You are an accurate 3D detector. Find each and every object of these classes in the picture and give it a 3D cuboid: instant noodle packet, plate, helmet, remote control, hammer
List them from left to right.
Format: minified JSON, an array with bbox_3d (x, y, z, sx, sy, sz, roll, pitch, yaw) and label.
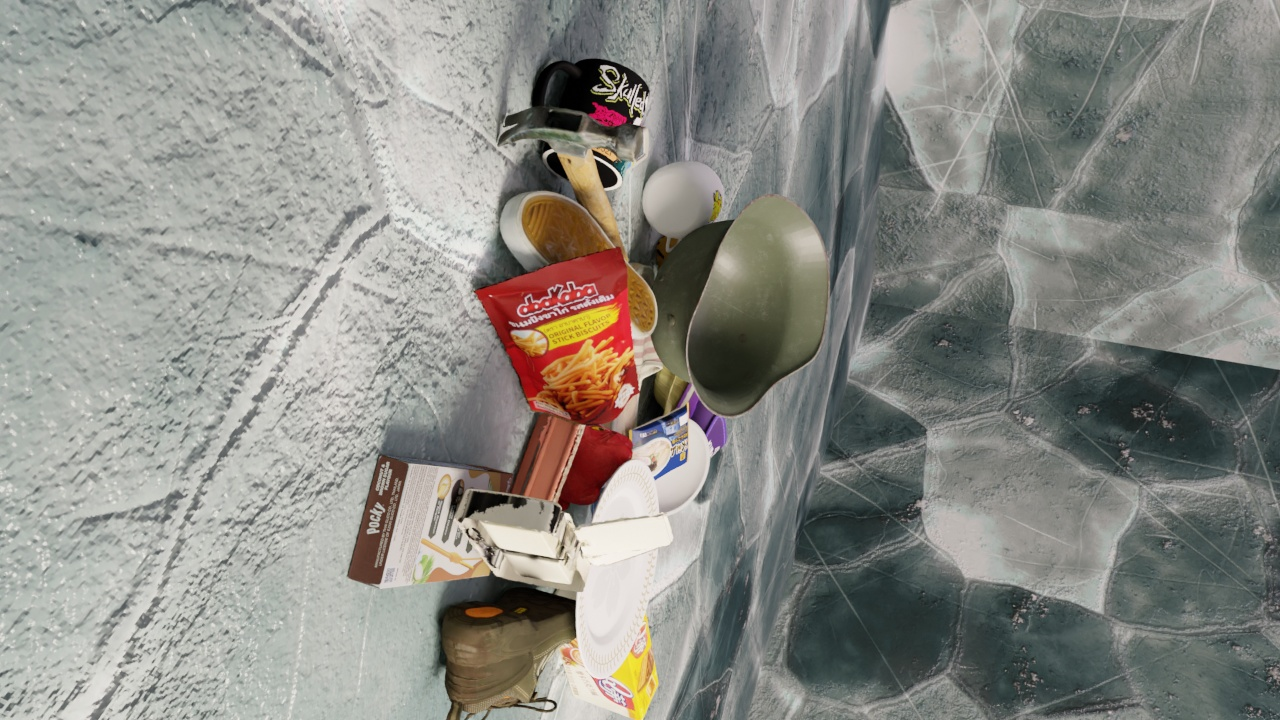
[{"bbox_3d":[-0.049,-0.158,0.917,0.330,0.132,0.033,68,36,-74],"label":"hammer"},{"bbox_3d":[-0.027,0.230,1.030,0.242,0.016,0.242,6,90,-70],"label":"plate"},{"bbox_3d":[-0.018,-0.238,1.062,0.125,0.018,0.038,-51,147,-54],"label":"remote control"},{"bbox_3d":[0.026,0.115,1.237,0.134,0.026,0.087,-21,116,-49],"label":"instant noodle packet"},{"bbox_3d":[0.055,0.003,1.344,0.184,0.036,0.184,24,89,-79],"label":"plate"},{"bbox_3d":[0.098,-0.063,1.124,0.227,0.154,0.267,32,70,-41],"label":"helmet"}]

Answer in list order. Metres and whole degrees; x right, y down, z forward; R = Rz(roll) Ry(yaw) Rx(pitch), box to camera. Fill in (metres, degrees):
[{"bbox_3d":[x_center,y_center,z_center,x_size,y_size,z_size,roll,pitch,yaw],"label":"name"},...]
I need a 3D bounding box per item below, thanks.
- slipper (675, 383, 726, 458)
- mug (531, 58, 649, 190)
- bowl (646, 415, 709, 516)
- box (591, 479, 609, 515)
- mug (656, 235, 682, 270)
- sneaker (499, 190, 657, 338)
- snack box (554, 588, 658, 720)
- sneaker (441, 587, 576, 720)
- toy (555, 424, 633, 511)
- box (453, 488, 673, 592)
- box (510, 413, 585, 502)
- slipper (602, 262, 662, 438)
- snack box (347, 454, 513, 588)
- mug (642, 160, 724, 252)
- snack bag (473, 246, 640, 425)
[{"bbox_3d":[0.101,0.092,1.421,0.107,0.084,0.265,96,20,-59],"label":"slipper"},{"bbox_3d":[-0.055,-0.237,0.889,0.118,0.082,0.098,28,73,-41],"label":"mug"},{"bbox_3d":[0.027,0.145,1.306,0.149,0.043,0.149,-8,106,-30],"label":"bowl"},{"bbox_3d":[-0.020,0.238,1.247,0.085,0.073,0.209,-62,155,-48],"label":"box"},{"bbox_3d":[0.067,-0.115,1.249,0.123,0.101,0.094,-52,146,-42],"label":"mug"},{"bbox_3d":[-0.072,-0.090,0.925,0.235,0.079,0.087,39,52,-49],"label":"sneaker"},{"bbox_3d":[-0.044,0.377,1.201,0.231,0.110,0.061,82,28,-43],"label":"snack box"},{"bbox_3d":[-0.126,0.321,0.955,0.237,0.101,0.143,14,84,-66],"label":"sneaker"},{"bbox_3d":[-0.080,0.121,1.063,0.133,0.094,0.088,-50,-175,-5],"label":"toy"},{"bbox_3d":[-0.062,0.161,0.832,0.144,0.188,0.057,77,15,-55],"label":"box"},{"bbox_3d":[-0.106,0.133,0.979,0.071,0.056,0.186,143,-31,-70],"label":"box"},{"bbox_3d":[-0.007,0.007,1.182,0.114,0.052,0.263,-23,122,-68],"label":"slipper"},{"bbox_3d":[-0.178,0.142,0.814,0.186,0.032,0.101,28,75,-70],"label":"snack box"},{"bbox_3d":[0.052,-0.195,1.169,0.067,0.094,0.116,-36,142,-60],"label":"mug"},{"bbox_3d":[-0.071,-0.022,0.901,0.208,0.139,0.066,80,-1,-48],"label":"snack bag"}]
